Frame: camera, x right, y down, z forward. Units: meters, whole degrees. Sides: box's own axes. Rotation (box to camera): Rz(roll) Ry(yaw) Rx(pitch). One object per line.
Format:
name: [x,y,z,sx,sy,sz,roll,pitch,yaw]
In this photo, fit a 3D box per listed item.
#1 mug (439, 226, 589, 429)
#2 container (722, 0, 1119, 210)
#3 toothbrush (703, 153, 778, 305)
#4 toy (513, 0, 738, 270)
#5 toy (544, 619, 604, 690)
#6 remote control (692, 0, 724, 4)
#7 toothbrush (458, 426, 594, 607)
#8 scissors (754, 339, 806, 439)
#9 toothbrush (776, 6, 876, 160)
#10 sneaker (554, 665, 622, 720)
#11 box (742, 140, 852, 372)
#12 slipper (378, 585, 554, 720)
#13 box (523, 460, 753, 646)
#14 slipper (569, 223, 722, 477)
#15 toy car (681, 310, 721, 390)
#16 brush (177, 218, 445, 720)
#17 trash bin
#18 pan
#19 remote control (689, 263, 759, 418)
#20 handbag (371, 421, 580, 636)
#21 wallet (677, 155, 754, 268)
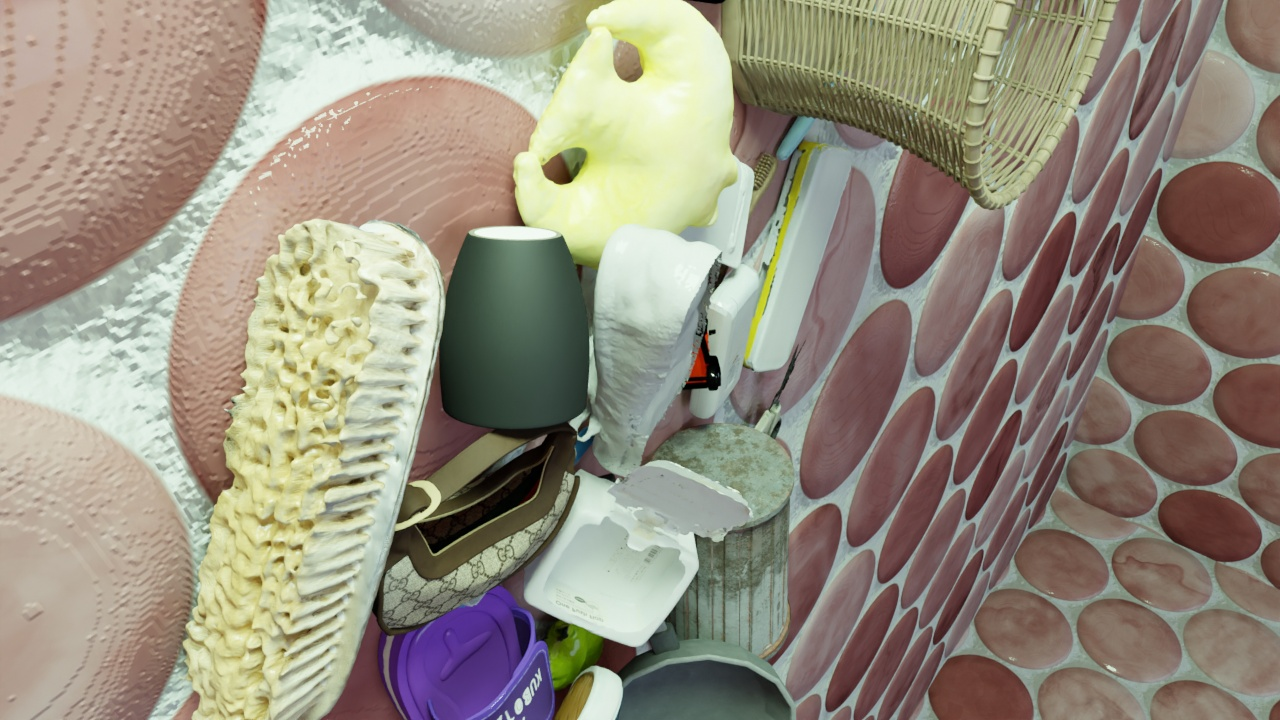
mug: [-0.068,-0.027,0.531,0.118,0.085,0.100,-62,156,-72]
container: [0.190,-0.241,0.625,0.226,0.196,0.227,-35,138,-38]
toothbrush: [0.069,-0.089,0.734,0.016,0.016,0.167,26,90,-59]
toy: [0.000,-0.128,0.559,0.154,0.064,0.170,21,100,-44]
toy: [-0.057,0.245,0.775,0.093,0.036,0.094,-30,140,-51]
remote control: [0.011,-0.235,0.538,0.151,0.020,0.041,-18,126,-48]
toothbrush: [-0.076,0.105,0.643,0.166,0.014,0.016,-51,131,-35]
scissors: [0.124,0.053,0.893,0.131,0.012,0.170,-48,158,-17]
toothbrush: [0.154,-0.228,0.757,0.155,0.016,0.022,-57,158,-8]
sneaker: [-0.037,0.366,0.746,0.120,0.127,0.295,-62,171,-53]
box: [0.133,-0.089,0.815,0.064,0.033,0.210,-8,118,-51]
slipper: [-0.105,0.266,0.673,0.107,0.084,0.267,-37,140,-36]
box: [-0.002,0.120,0.649,0.191,0.110,0.083,-53,-160,34]
slipper: [-0.004,0.003,0.602,0.112,0.074,0.247,-42,161,-25]
toy car: [0.030,-0.018,0.690,0.100,0.051,0.048,71,21,-47]
brush: [-0.161,0.063,0.443,0.056,0.083,0.271,-3,115,-56]
trash bin: [0.073,0.175,0.826,0.130,0.131,0.211,-38,139,-35]
pan: [0.021,0.236,0.767,0.179,0.041,0.357,-16,117,5]
remote control: [0.068,-0.013,0.757,0.060,0.025,0.139,-49,156,-38]
handbag: [-0.102,0.088,0.539,0.166,0.063,0.139,-19,145,-49]
wallet: [0.043,-0.118,0.664,0.116,0.032,0.086,20,85,-56]
